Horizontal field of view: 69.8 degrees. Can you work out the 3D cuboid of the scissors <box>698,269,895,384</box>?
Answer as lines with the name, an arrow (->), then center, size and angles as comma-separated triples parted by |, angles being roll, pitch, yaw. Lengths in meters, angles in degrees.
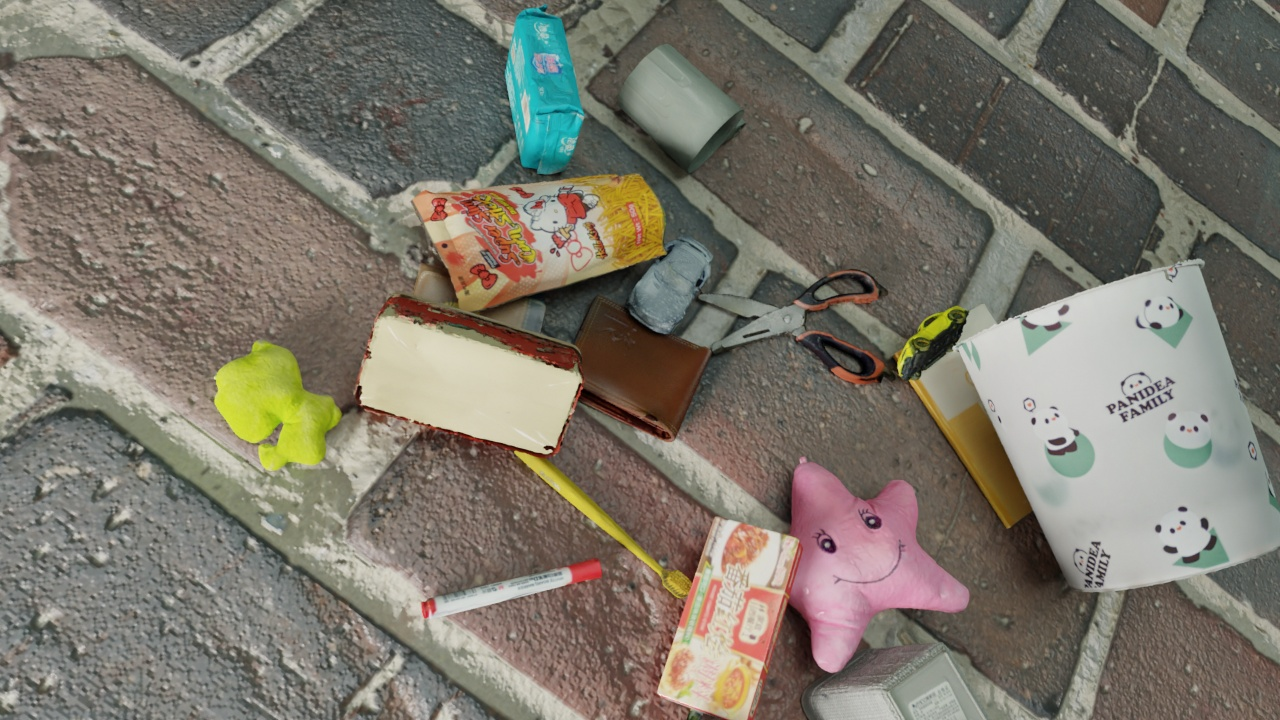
scissors -> 0.167, -0.039, 0.918 | 0.226, 0.015, 0.188 | 35, 61, -4

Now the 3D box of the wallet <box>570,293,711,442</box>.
wallet -> -0.005, 0.005, 0.828 | 0.124, 0.032, 0.101 | 27, 59, -8

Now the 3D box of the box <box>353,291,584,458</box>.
box -> -0.133, 0.013, 0.729 | 0.168, 0.078, 0.091 | 17, 106, -13

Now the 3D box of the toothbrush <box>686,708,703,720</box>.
toothbrush -> 0.054, 0.274, 0.744 | 0.017, 0.012, 0.185 | 36, 60, -9

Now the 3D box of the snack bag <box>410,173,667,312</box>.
snack bag -> -0.086, -0.115, 0.819 | 0.207, 0.073, 0.128 | -15, 63, -28

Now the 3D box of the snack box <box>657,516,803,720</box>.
snack box -> 0.074, 0.208, 0.741 | 0.075, 0.025, 0.152 | 13, 68, 22

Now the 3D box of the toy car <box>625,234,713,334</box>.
toy car -> 0.030, -0.073, 0.860 | 0.054, 0.037, 0.120 | 35, 46, -2

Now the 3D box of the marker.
marker -> -0.100, 0.180, 0.725 | 0.145, 0.017, 0.017 | -9, 71, -23

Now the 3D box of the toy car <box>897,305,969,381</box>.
toy car -> 0.291, -0.020, 0.926 | 0.105, 0.048, 0.032 | -35, 55, -28

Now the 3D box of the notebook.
notebook -> 0.368, 0.052, 0.955 | 0.145, 0.010, 0.206 | -25, 79, -27

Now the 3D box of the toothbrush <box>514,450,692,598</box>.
toothbrush -> -0.030, 0.133, 0.771 | 0.190, 0.017, 0.015 | 41, 60, 1

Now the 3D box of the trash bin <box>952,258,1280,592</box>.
trash bin -> 0.448, 0.066, 0.852 | 0.229, 0.230, 0.251 | -12, 78, -24

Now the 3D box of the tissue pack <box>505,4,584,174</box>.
tissue pack -> -0.093, -0.256, 0.872 | 0.050, 0.093, 0.133 | -6, 71, -18

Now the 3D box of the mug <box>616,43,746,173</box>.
mug -> 0.047, -0.261, 0.942 | 0.103, 0.084, 0.123 | 43, 34, 3

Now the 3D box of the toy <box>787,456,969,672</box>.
toy -> 0.170, 0.166, 0.798 | 0.194, 0.075, 0.178 | -18, 64, -16

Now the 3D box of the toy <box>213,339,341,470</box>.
toy -> -0.285, 0.036, 0.712 | 0.100, 0.031, 0.096 | 20, 64, -11

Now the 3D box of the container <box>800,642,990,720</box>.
container -> 0.206, 0.283, 0.736 | 0.090, 0.115, 0.090 | -24, 77, -28

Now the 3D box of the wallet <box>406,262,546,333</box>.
wallet -> -0.144, -0.034, 0.794 | 0.115, 0.033, 0.090 | 14, 65, -10
